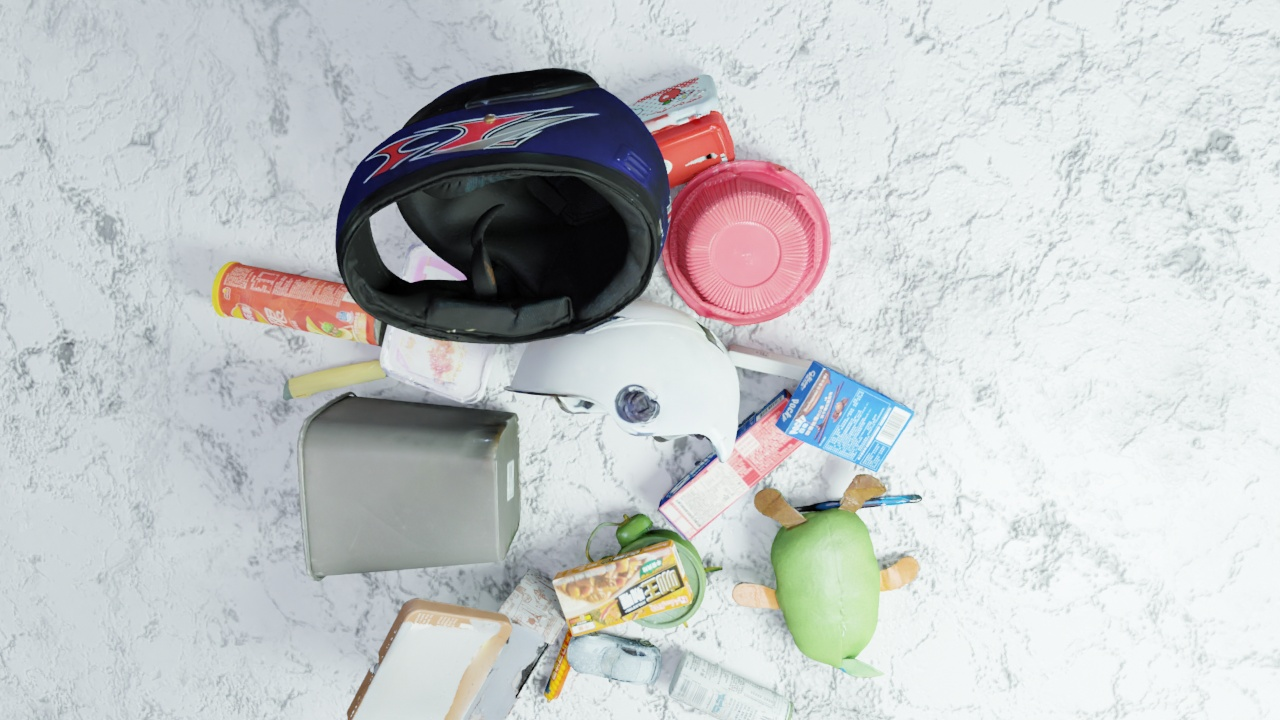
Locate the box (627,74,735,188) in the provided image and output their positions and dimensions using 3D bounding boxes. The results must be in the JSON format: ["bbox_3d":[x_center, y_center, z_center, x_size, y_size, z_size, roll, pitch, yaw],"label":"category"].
[{"bbox_3d":[-0.001,-0.252,1.047,0.202,0.095,0.101,-18,55,12],"label":"box"}]

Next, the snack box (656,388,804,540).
[{"bbox_3d":[0.112,0.123,1.084,0.208,0.057,0.058,-43,93,12],"label":"snack box"}]

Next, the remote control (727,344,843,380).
[{"bbox_3d":[0.166,0.007,1.057,0.135,0.056,0.019,13,101,6],"label":"remote control"}]

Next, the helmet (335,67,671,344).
[{"bbox_3d":[-0.131,-0.159,0.897,0.315,0.240,0.248,-5,130,-12],"label":"helmet"}]

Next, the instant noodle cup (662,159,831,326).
[{"bbox_3d":[0.118,-0.123,1.025,0.194,0.065,0.194,2,110,5],"label":"instant noodle cup"}]

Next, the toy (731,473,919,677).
[{"bbox_3d":[0.217,0.251,1.073,0.227,0.090,0.247,-8,102,-1],"label":"toy"}]

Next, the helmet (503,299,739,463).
[{"bbox_3d":[-0.006,0.006,1.002,0.258,0.229,0.146,19,86,-16],"label":"helmet"}]

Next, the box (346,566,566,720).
[{"bbox_3d":[-0.194,0.357,1.080,0.130,0.272,0.179,38,105,30],"label":"box"}]

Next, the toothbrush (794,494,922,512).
[{"bbox_3d":[0.239,0.172,1.096,0.189,0.016,0.014,-7,89,7],"label":"toothbrush"}]

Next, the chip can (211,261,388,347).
[{"bbox_3d":[-0.410,-0.070,1.128,0.217,0.073,0.073,10,100,7],"label":"chip can"}]

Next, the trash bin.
[{"bbox_3d":[-0.262,0.144,1.088,0.220,0.198,0.199,0,101,1],"label":"trash bin"}]

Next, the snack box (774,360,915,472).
[{"bbox_3d":[0.231,0.065,1.028,0.157,0.026,0.084,23,102,-32],"label":"snack box"}]

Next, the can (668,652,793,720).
[{"bbox_3d":[0.110,0.416,1.131,0.147,0.058,0.058,23,102,4],"label":"can"}]

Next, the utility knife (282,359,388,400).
[{"bbox_3d":[-0.370,0.022,1.163,0.196,0.020,0.031,-10,103,17],"label":"utility knife"}]

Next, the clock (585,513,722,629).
[{"bbox_3d":[0.008,0.255,1.122,0.161,0.056,0.116,29,102,3],"label":"clock"}]

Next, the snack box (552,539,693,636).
[{"bbox_3d":[-0.021,0.270,1.086,0.154,0.026,0.075,-19,96,12],"label":"snack box"}]

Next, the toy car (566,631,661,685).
[{"bbox_3d":[-0.033,0.374,1.151,0.120,0.036,0.054,14,101,-4],"label":"toy car"}]

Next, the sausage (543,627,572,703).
[{"bbox_3d":[-0.091,0.369,1.173,0.021,0.021,0.165,22,101,5],"label":"sausage"}]

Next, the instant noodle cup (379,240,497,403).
[{"bbox_3d":[-0.227,-0.048,1.106,0.138,0.060,0.173,19,102,7],"label":"instant noodle cup"}]
